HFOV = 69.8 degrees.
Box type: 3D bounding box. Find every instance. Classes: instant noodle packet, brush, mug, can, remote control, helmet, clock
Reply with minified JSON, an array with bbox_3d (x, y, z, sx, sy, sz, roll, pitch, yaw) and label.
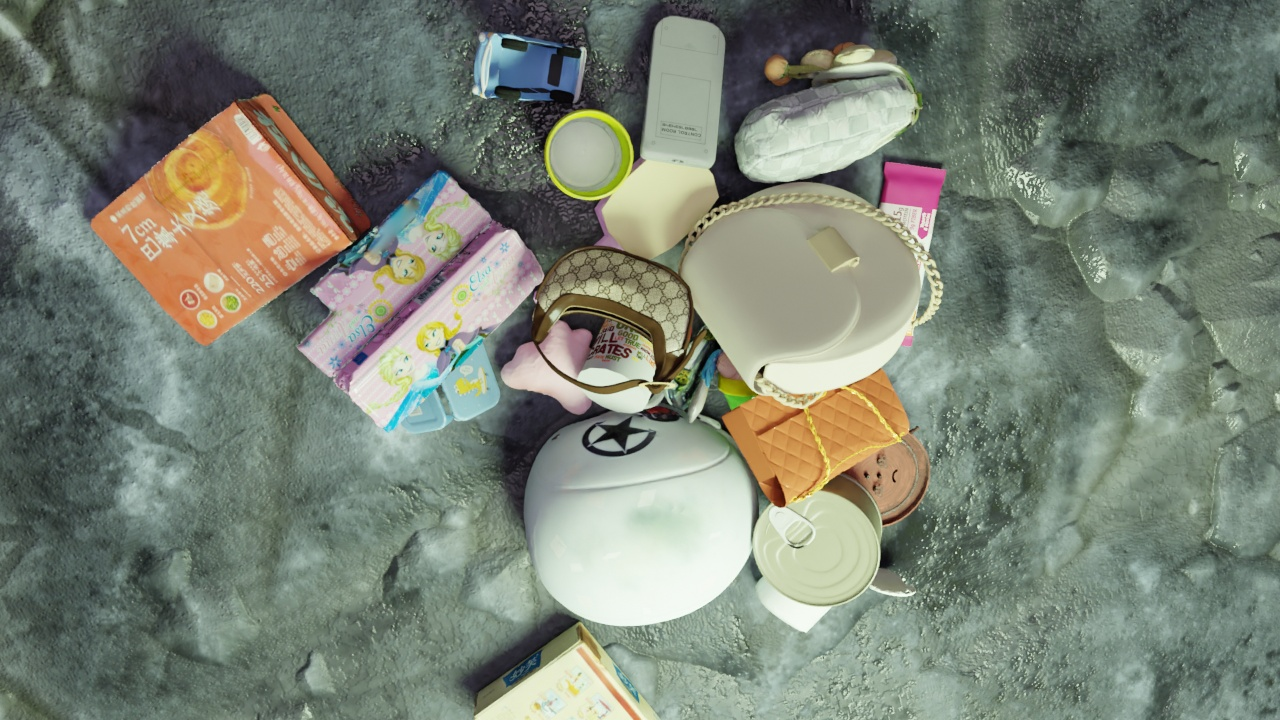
[{"bbox_3d":[-0.407,-0.129,0.899,0.221,0.084,0.164,-33,109,11],"label":"instant noodle packet"},{"bbox_3d":[-0.020,-0.130,0.952,0.229,0.043,0.089,-42,104,4],"label":"brush"},{"bbox_3d":[-0.006,0.006,0.954,0.105,0.074,0.089,50,50,-35],"label":"mug"},{"bbox_3d":[0.187,0.183,0.961,0.128,0.073,0.128,4,104,18],"label":"can"},{"bbox_3d":[0.043,-0.268,0.915,0.074,0.019,0.151,7,81,-9],"label":"remote control"},{"bbox_3d":[0.010,0.174,0.966,0.264,0.163,0.237,-4,105,-7],"label":"helmet"},{"bbox_3d":[-0.054,-0.202,0.898,0.082,0.106,0.082,-2,104,-7],"label":"mug"},{"bbox_3d":[0.238,0.118,1.025,0.157,0.072,0.120,3,103,-8],"label":"clock"}]

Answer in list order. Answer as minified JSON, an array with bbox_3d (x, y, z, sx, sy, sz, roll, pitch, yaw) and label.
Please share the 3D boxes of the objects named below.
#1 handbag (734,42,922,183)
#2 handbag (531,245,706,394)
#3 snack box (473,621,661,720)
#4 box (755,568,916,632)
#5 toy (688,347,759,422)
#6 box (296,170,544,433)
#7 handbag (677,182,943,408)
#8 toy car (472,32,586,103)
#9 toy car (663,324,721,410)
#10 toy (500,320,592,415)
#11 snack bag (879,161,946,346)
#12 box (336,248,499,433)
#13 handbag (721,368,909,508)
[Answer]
[{"bbox_3d":[0.174,-0.249,0.914,0.171,0.112,0.123,-17,95,-2],"label":"handbag"},{"bbox_3d":[-0.024,-0.032,0.892,0.166,0.063,0.138,21,75,10],"label":"handbag"},{"bbox_3d":[-0.072,0.430,1.071,0.153,0.055,0.207,-35,104,2],"label":"snack box"},{"bbox_3d":[0.224,0.263,1.056,0.143,0.083,0.137,42,94,-8],"label":"box"},{"bbox_3d":[0.118,0.023,0.973,0.124,0.097,0.132,-5,126,-44],"label":"toy"},{"bbox_3d":[-0.214,-0.059,0.893,0.230,0.066,0.159,-48,115,-15],"label":"box"},{"bbox_3d":[0.162,-0.071,0.915,0.208,0.103,0.210,-25,62,-12],"label":"handbag"},{"bbox_3d":[-0.107,-0.275,0.866,0.055,0.153,0.056,22,112,26],"label":"toy car"},{"bbox_3d":[0.058,0.003,0.982,0.033,0.048,0.105,26,75,27],"label":"toy car"},{"bbox_3d":[-0.089,0.003,0.971,0.102,0.050,0.093,20,103,-7],"label":"toy"},{"bbox_3d":[0.283,-0.114,1.005,0.070,0.016,0.197,7,102,-7],"label":"snack bag"},{"bbox_3d":[-0.227,-0.030,0.949,0.120,0.049,0.209,-18,106,-1],"label":"box"},{"bbox_3d":[0.185,0.063,0.925,0.171,0.060,0.109,-25,83,-26],"label":"handbag"}]
